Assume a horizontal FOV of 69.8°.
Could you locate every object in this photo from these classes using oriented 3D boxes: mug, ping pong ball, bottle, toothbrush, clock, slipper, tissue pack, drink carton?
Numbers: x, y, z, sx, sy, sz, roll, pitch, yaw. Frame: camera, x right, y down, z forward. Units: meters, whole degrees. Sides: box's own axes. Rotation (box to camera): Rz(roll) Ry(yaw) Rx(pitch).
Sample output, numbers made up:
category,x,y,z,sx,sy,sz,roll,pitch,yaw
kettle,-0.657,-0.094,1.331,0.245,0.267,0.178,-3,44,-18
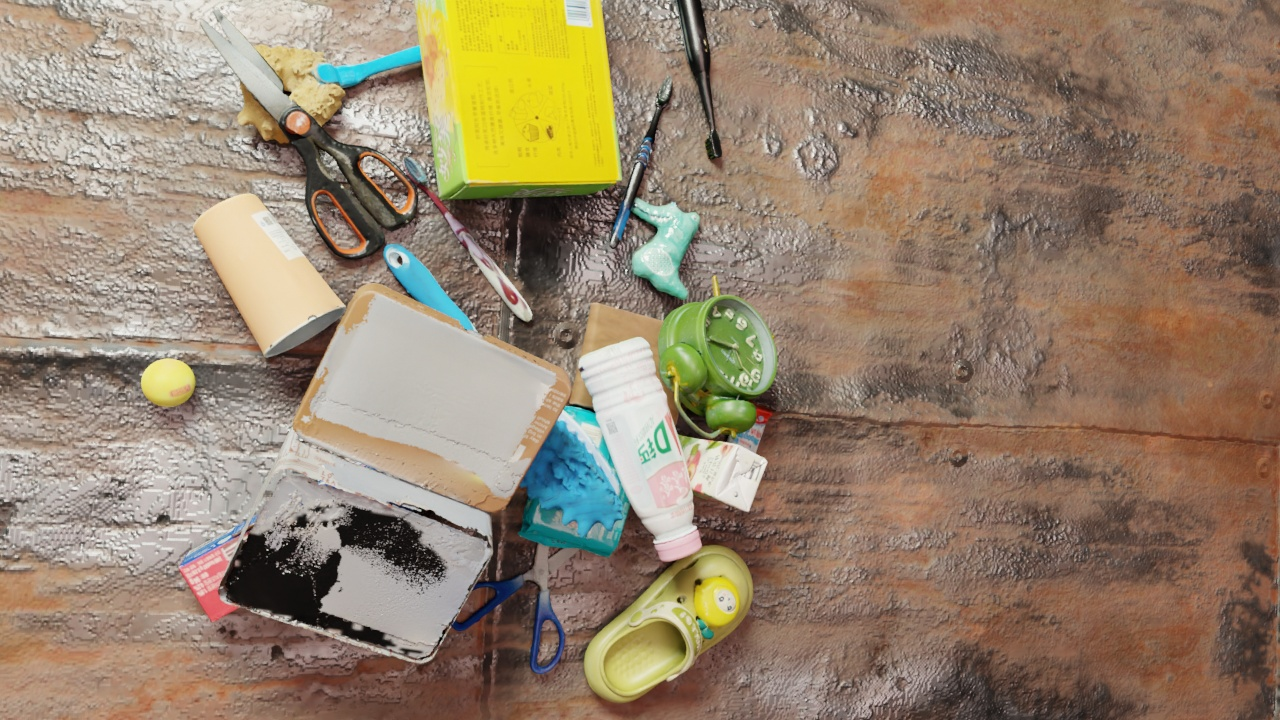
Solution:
category,x,y,z,sx,sy,sz,roll,pitch,yaw
mug,-0.316,-0.074,0.774,0.078,0.078,0.123,-34,94,-15
ping pong ball,-0.393,0.019,0.763,0.040,0.040,0.040,0,89,-18
bottle,0.004,0.081,0.821,0.068,0.068,0.197,-18,88,-17
toothbrush,-0.159,-0.112,0.851,0.016,0.017,0.187,-39,99,-14
clock,0.072,0.005,0.867,0.116,0.056,0.160,42,48,-20
toothbrush,0.057,-0.308,0.920,0.026,0.027,0.212,-12,94,-32
toothbrush,0.001,-0.196,0.898,0.014,0.016,0.189,20,78,-6
slipper,0.035,0.259,0.873,0.190,0.082,0.091,-35,102,-12
tissue pack,-0.052,0.114,0.860,0.093,0.050,0.133,20,79,-16
drink carton,0.065,0.104,0.862,0.045,0.123,0.053,27,79,-23

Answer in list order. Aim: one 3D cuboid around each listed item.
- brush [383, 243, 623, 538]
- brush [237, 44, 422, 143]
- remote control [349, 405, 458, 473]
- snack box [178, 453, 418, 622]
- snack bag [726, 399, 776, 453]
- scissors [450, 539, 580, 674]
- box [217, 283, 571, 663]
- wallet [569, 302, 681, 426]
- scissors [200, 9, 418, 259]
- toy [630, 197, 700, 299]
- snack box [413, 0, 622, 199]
category,x,y,z,sx,sy,sz,roll,pitch,yaw
brush,-0.128,0.019,0.796,0.060,0.109,0.314,-43,94,11
brush,-0.236,-0.261,0.819,0.254,0.046,0.083,-23,95,-21
remote control,-0.205,0.042,0.790,0.135,0.019,0.056,32,72,28
snack box,-0.281,0.140,0.788,0.207,0.057,0.058,-29,100,-16
snack bag,0.101,0.088,0.925,0.045,0.026,0.105,20,85,-19
scissors,-0.103,0.213,0.865,0.174,0.012,0.162,-15,90,-18
box,-0.185,0.088,0.702,0.176,0.082,0.260,26,105,-20
wallet,-0.005,0.005,0.898,0.115,0.020,0.101,13,86,-19
scissors,-0.289,-0.178,0.768,0.234,0.022,0.148,28,90,-36
toy,0.022,-0.118,0.904,0.096,0.030,0.091,30,75,-7
snack box,-0.111,-0.254,0.827,0.157,0.070,0.210,-8,92,-30
